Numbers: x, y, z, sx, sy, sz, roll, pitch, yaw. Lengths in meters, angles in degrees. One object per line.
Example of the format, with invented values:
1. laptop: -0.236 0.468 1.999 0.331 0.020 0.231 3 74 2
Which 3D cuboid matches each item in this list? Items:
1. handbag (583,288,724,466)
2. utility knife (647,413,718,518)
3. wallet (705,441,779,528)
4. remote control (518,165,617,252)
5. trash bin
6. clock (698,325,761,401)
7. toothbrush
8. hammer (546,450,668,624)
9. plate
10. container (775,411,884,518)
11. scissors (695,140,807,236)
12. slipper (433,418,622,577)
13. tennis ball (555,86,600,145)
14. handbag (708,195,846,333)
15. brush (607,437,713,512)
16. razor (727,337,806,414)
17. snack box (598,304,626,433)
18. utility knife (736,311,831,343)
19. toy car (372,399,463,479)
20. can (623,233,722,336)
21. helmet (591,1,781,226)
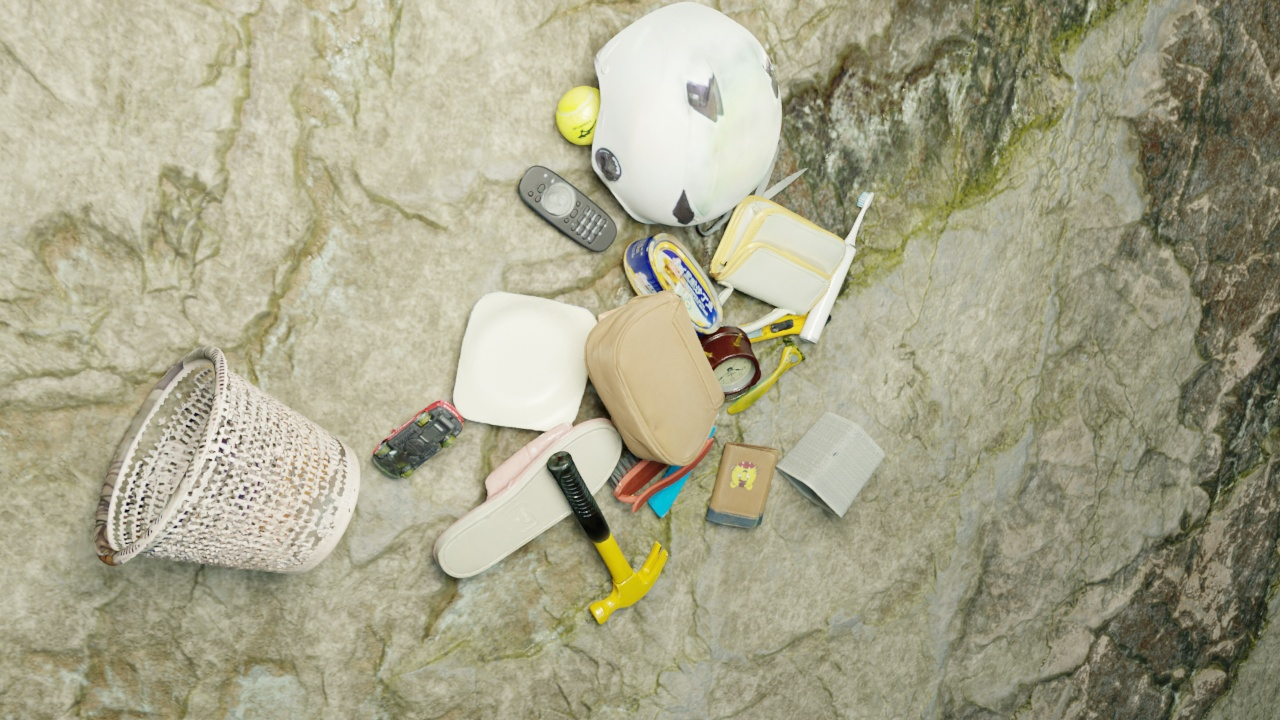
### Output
1. handbag: 0.016 0.021 1.096 0.147 0.100 0.204 -45 125 -30
2. utility knife: 0.060 0.139 1.247 0.034 0.018 0.162 33 89 -30
3. wallet: 0.145 0.174 1.286 0.090 0.033 0.115 11 97 -24
4. remote control: -0.087 -0.179 1.088 0.136 0.024 0.053 36 91 -26
5. trash bin: -0.411 0.125 0.950 0.192 0.227 0.227 32 91 -40
6. clock: 0.114 0.010 1.200 0.082 0.055 0.122 -23 137 0
7. toothbrush: 0.268 -0.127 1.241 0.026 0.026 0.221 26 87 -62
8. hammer: -0.051 0.221 1.173 0.128 0.033 0.301 -34 132 -12
9. plate: -0.142 0.000 1.112 0.164 0.034 0.164 11 101 -26
10. container: 0.271 0.143 1.299 0.114 0.090 0.090 -50 118 -7
11. scissors: 0.145 -0.197 1.186 0.178 0.014 0.159 -14 111 -20
12. slipper: -0.141 0.164 1.138 0.274 0.054 0.114 -39 132 -5
13. tennis ball: -0.064 -0.279 1.046 0.065 0.065 0.065 -6 107 -21
14. handbag: 0.168 -0.106 1.189 0.163 0.063 0.179 19 104 -33
15. brush: 0.024 0.132 1.193 0.145 0.069 0.063 -41 155 -6
16. razor: 0.170 0.028 1.257 0.132 0.028 0.043 -43 120 -4
17. snack box: -0.007 0.007 1.158 0.084 0.026 0.157 -24 116 -41
18. utility knife: 0.176 -0.041 1.240 0.192 0.015 0.033 -14 92 -19
19. toy car: -0.259 0.092 1.075 0.121 0.045 0.053 -36 113 15
20. can: 0.042 -0.090 1.138 0.148 0.049 0.074 52 52 -23
21. helmet: 0.072 -0.261 1.030 0.228 0.146 0.259 -27 128 -33
